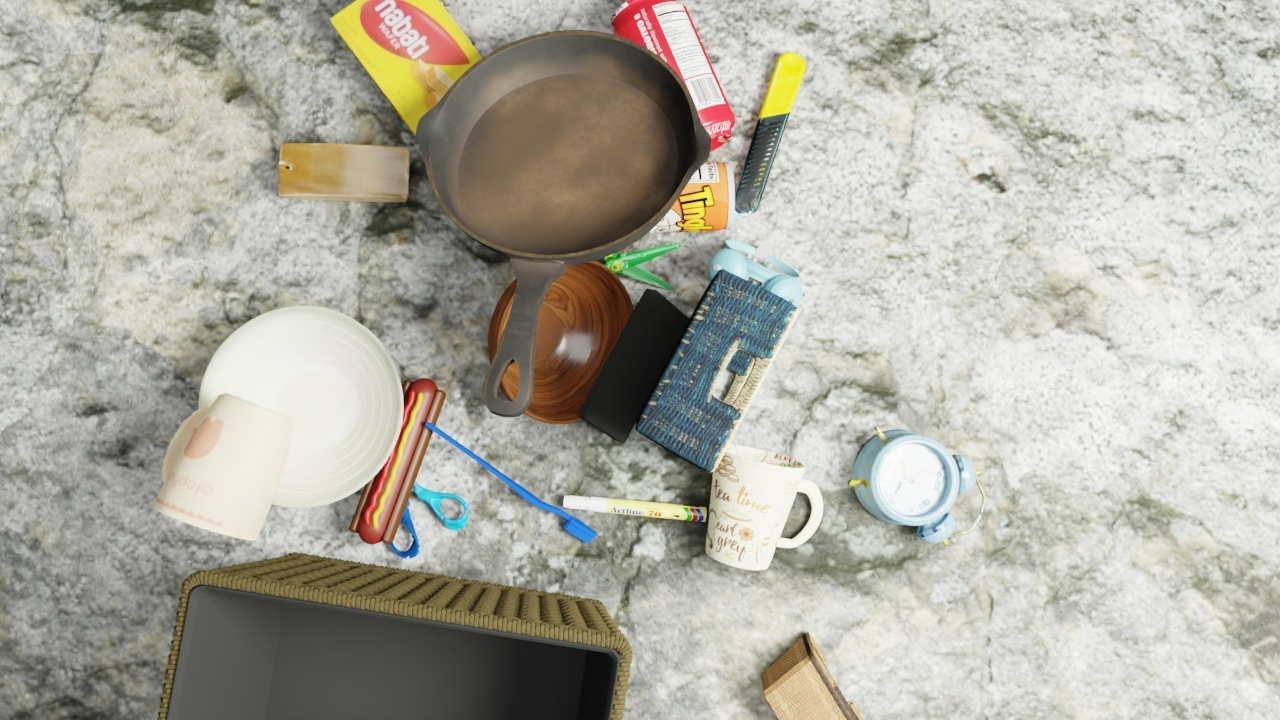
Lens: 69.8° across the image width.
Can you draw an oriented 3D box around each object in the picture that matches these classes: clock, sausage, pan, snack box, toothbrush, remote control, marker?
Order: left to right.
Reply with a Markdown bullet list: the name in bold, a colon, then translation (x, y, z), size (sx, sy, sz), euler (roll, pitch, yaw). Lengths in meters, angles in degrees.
- **sausage**: translation (-0.217, 0.090, 0.826), size (0.040, 0.040, 0.155), euler (18, 80, -1)
- **snack box**: translation (-0.187, -0.256, 0.848), size (0.092, 0.042, 0.200), euler (-37, 90, -4)
- **toothbrush**: translation (-0.118, 0.112, 0.834), size (0.186, 0.016, 0.011), euler (36, 94, -11)
- **pan**: translation (-0.074, -0.117, 0.752), size (0.249, 0.043, 0.355), euler (6, 68, 8)
- **remote control**: translation (-0.005, 0.005, 0.834), size (0.058, 0.013, 0.133), euler (38, 76, -40)
- **marker**: translation (-0.005, 0.137, 0.852), size (0.132, 0.014, 0.014), euler (6, 87, -2)
- **clock**: translation (0.103, -0.076, 0.810), size (0.087, 0.123, 0.042), euler (25, 109, -1)
- **clock**: translation (0.257, 0.115, 0.843), size (0.124, 0.052, 0.088), euler (28, 85, 0)

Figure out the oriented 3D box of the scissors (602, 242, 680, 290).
- **scissors**: translation (-0.026, -0.083, 0.844), size (0.128, 0.012, 0.120), euler (24, 124, -26)

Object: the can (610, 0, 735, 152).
- **can**: translation (0.029, -0.258, 0.839), size (0.074, 0.074, 0.142), euler (-23, 89, -3)

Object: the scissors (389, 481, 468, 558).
- **scissors**: translation (-0.227, 0.121, 0.845), size (0.086, 0.015, 0.135), euler (-41, 88, -4)

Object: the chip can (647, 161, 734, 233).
- **chip can**: translation (-0.023, -0.146, 0.839), size (0.210, 0.062, 0.062), euler (-3, 87, -2)

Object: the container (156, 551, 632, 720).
- **container**: translation (-0.180, 0.264, 0.743), size (0.321, 0.205, 0.176), euler (9, 87, -2)

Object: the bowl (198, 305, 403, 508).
- **bowl**: translation (-0.296, 0.041, 0.824), size (0.176, 0.058, 0.176), euler (0, 88, -2)

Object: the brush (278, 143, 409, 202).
- **brush**: translation (-0.269, -0.171, 0.844), size (0.117, 0.039, 0.049), euler (1, 87, -1)

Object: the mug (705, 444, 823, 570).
- **mug**: translation (0.115, 0.136, 0.836), size (0.121, 0.081, 0.097), euler (10, 95, -28)

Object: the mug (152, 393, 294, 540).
- **mug**: translation (-0.347, 0.081, 0.757), size (0.112, 0.085, 0.104), euler (15, 76, 28)

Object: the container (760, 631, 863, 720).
- **container**: translation (0.159, 0.315, 0.828), size (0.061, 0.063, 0.114), euler (-31, 89, 4)

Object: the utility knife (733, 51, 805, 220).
- **utility knife**: translation (0.119, -0.209, 0.868), size (0.029, 0.020, 0.171), euler (19, 86, 0)

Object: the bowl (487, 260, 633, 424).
- **bowl**: translation (-0.081, -0.022, 0.820), size (0.147, 0.069, 0.147), euler (-11, 108, -38)

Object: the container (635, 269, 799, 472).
- **container**: translation (0.058, 0.012, 0.772), size (0.071, 0.187, 0.145), euler (28, 87, 3)
